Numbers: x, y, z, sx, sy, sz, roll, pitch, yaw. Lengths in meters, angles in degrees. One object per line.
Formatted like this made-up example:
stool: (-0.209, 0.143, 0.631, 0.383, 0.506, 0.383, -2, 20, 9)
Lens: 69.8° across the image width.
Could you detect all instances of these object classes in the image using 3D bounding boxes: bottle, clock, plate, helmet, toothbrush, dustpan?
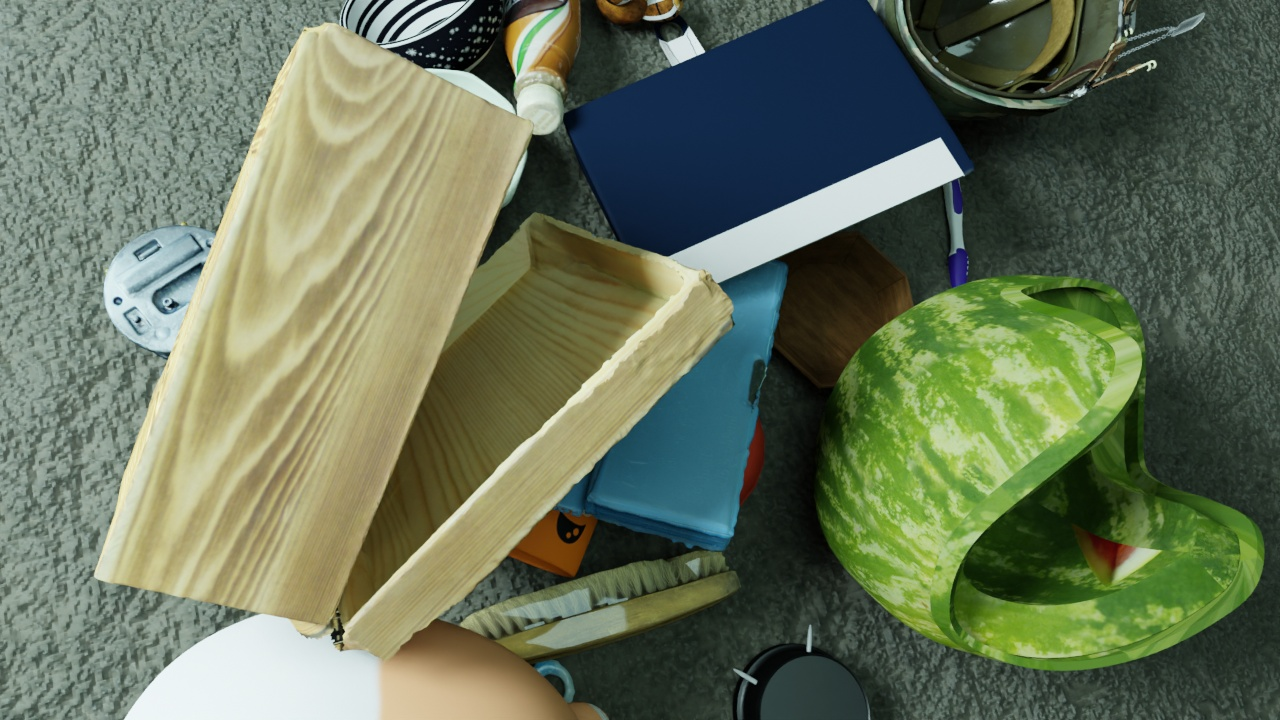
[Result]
bottle: (-0.074, -0.234, 0.685, 0.059, 0.059, 0.166, 4, 54, -10)
clock: (0.117, 0.250, 0.623, 0.091, 0.043, 0.120, -24, 81, -16)
plate: (0.152, -0.038, 0.718, 0.131, 0.025, 0.131, 3, 74, -10)
helmet: (0.287, -0.284, 0.699, 0.224, 0.236, 0.192, -25, 96, -6)
toothbrush: (0.262, -0.081, 0.757, 0.016, 0.015, 0.186, 6, 73, -15)
clock: (-0.295, -0.031, 0.614, 0.090, 0.052, 0.129, -38, 84, -18)
helmet: (0.230, 0.063, 0.596, 0.244, 0.246, 0.213, -37, 113, 21)
dustpan: (0.068, -0.182, 0.687, 0.236, 0.080, 0.273, -24, 70, -1)

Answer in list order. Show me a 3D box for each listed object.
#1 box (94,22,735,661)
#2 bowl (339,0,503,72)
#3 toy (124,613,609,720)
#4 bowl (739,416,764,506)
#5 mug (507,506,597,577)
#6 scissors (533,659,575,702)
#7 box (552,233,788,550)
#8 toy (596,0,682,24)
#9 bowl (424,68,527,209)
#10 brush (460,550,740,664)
box: (-0.134, -0.001, 0.499, 0.220, 0.279, 0.258, 23, 93, -28)
bowl: (-0.154, -0.249, 0.688, 0.120, 0.066, 0.120, -10, 54, 14)
toy: (-0.138, 0.260, 0.463, 0.280, 0.266, 0.262, 2, 47, -20)
bowl: (0.037, 0.057, 0.664, 0.122, 0.035, 0.122, 3, 74, -10)
mug: (-0.078, 0.078, 0.612, 0.112, 0.078, 0.095, 24, 72, -7)
scissors: (-0.099, 0.259, 0.596, 0.127, 0.012, 0.137, 15, 74, -7)
box: (-0.004, 0.003, 0.603, 0.174, 0.034, 0.230, 12, 51, 6)
toy: (-0.017, -0.323, 0.741, 0.087, 0.067, 0.112, 6, 69, -45)
bowl: (-0.143, -0.144, 0.667, 0.117, 0.061, 0.117, 1, 82, -11)
brush: (-0.025, 0.165, 0.611, 0.195, 0.059, 0.043, -12, 70, -16)
